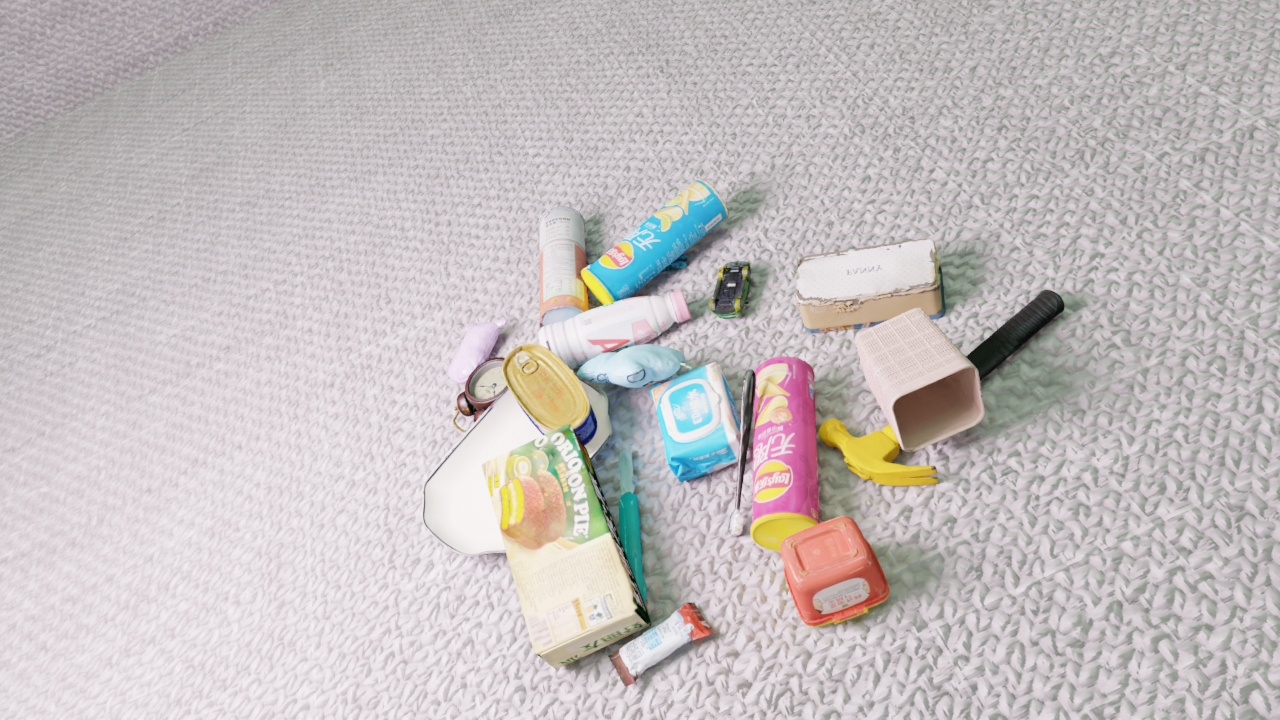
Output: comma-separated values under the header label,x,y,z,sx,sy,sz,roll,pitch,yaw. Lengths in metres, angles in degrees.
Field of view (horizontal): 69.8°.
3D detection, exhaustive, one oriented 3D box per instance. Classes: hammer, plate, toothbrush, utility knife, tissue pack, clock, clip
label,x,y,z,sx,sy,sz,roll,pitch,yaw
hammer,0.341,0.025,0.987,0.300,0.033,0.129,-39,46,-10
plate,-0.145,0.125,1.115,0.162,0.034,0.265,28,66,28
toothbrush,0.111,0.098,0.987,0.015,0.018,0.181,8,80,-6
utility knife,-0.011,0.185,1.026,0.029,0.013,0.215,-17,49,14
tissue pack,0.066,0.069,1.057,0.090,0.063,0.139,-21,46,9
clock,-0.194,0.049,1.204,0.121,0.055,0.082,-45,48,-14
clip,0.039,-0.136,1.286,0.056,0.014,0.042,-7,50,19

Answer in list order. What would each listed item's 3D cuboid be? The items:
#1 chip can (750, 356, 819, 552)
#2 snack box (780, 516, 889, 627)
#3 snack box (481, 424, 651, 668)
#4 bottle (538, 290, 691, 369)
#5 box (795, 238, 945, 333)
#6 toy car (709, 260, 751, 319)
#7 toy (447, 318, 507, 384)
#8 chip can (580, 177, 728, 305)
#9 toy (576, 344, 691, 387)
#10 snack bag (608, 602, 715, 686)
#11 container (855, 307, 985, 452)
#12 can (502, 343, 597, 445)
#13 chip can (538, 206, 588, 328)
label,x,y,z,sx,sy,sz,roll,pitch,yaw
chip can,0.155,0.095,0.985,0.071,0.071,0.210,-9,48,18
snack box,0.182,0.200,0.875,0.091,0.080,0.082,-23,46,5
snack box,-0.084,0.194,0.985,0.114,0.063,0.239,-26,54,1
bottle,-0.032,-0.042,1.202,0.197,0.068,0.068,-19,46,5
box,0.280,-0.090,1.100,0.184,0.061,0.089,-4,51,20
toy car,0.120,-0.090,1.190,0.043,0.036,0.091,1,51,25
toy,-0.237,-0.013,1.291,0.084,0.039,0.107,-7,52,40
chip can,0.020,-0.159,1.254,0.210,0.071,0.071,-40,46,-9
toy,-0.007,0.006,1.111,0.156,0.050,0.161,-8,5,23
snack bag,0.020,0.282,0.917,0.104,0.026,0.048,-35,39,-5
container,0.281,0.016,0.940,0.090,0.090,0.110,-25,41,4
can,-0.109,0.043,1.109,0.074,0.049,0.148,-36,56,-13
chip can,-0.110,-0.126,1.307,0.071,0.071,0.214,-17,46,11
